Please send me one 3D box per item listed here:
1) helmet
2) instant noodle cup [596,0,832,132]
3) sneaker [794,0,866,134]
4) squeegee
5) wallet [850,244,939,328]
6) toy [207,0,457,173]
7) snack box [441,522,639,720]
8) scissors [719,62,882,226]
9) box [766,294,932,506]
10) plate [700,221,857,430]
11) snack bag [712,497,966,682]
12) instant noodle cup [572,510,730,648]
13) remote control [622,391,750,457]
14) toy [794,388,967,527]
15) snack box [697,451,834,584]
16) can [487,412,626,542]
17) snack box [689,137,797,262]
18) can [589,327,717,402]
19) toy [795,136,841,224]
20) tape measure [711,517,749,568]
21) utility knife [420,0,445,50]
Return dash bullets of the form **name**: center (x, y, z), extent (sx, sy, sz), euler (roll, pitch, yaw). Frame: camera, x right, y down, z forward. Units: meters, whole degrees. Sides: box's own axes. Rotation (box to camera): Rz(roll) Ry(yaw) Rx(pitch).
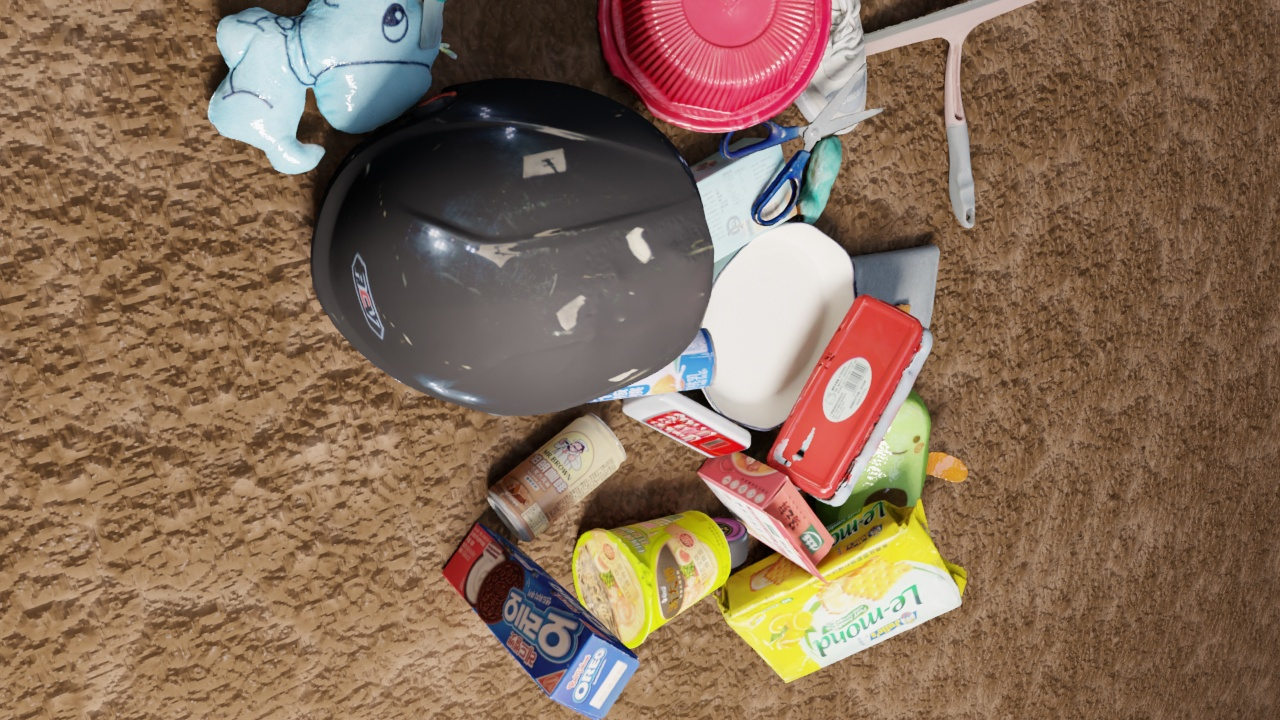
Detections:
- **helmet**: center (-0.081, -0.075, 0.639), extent (0.274, 0.230, 0.234), euler (-19, 112, -21)
- **instant noodle cup**: center (0.064, -0.279, 0.721), extent (0.194, 0.066, 0.194), euler (-1, 102, -5)
- **sneaker**: center (0.169, -0.314, 0.814), extent (0.089, 0.091, 0.242), euler (-38, 123, -17)
- **squeegee**: center (0.340, -0.258, 0.979), extent (0.247, 0.040, 0.250), euler (-20, 122, -10)
- **wallet**: center (0.271, -0.066, 0.994), extent (0.129, 0.037, 0.107), euler (-12, 110, -31)
- **toy**: center (-0.204, -0.203, 0.622), extent (0.156, 0.050, 0.161), euler (3, 105, -35)
- **snack box**: center (-0.085, 0.200, 0.729), extent (0.057, 0.208, 0.058), euler (41, 80, -36)
- **scissors**: center (0.142, -0.189, 0.808), extent (0.162, 0.012, 0.163), euler (0, 107, -25)
- **box**: center (0.212, 0.044, 0.921), extent (0.201, 0.095, 0.098), euler (-61, 163, -2)
- **plate**: center (0.128, -0.035, 0.902), extent (0.204, 0.045, 0.205), euler (-11, 111, -32)
- **snack bag**: center (0.210, 0.242, 0.975), extent (0.247, 0.068, 0.158), euler (-30, 126, 14)
- **instant noodle cup**: center (0.017, 0.195, 0.868), extent (0.123, 0.112, 0.112), euler (-14, 112, -39)
- **remote control**: center (0.045, 0.060, 0.870), extent (0.136, 0.056, 0.020), euler (30, 55, -37)
- **toy**: center (0.257, 0.132, 1.011), extent (0.226, 0.090, 0.247), euler (-2, 110, -20)
- **snack box**: center (0.132, 0.149, 0.911), extent (0.044, 0.127, 0.113), euler (-47, 125, -13)
- **can**: center (-0.073, 0.101, 0.800), extent (0.116, 0.058, 0.058), euler (-38, 122, -19)
- **snack box**: center (0.057, -0.132, 0.819), extent (0.174, 0.052, 0.074), euler (-32, 118, -23)
- **can**: center (-0.005, 0.005, 0.795), extent (0.134, 0.053, 0.053), euler (-7, 109, -11)
- **toy**: center (0.170, -0.170, 0.885), extent (0.096, 0.030, 0.092), euler (-34, 141, -64)
- **tape measure**: center (0.081, 0.187, 0.932), extent (0.057, 0.058, 0.039), euler (-14, 113, -33)
- **utility knife**: center (-0.138, -0.304, 0.635), extent (0.029, 0.013, 0.187), euler (11, 83, -52)
